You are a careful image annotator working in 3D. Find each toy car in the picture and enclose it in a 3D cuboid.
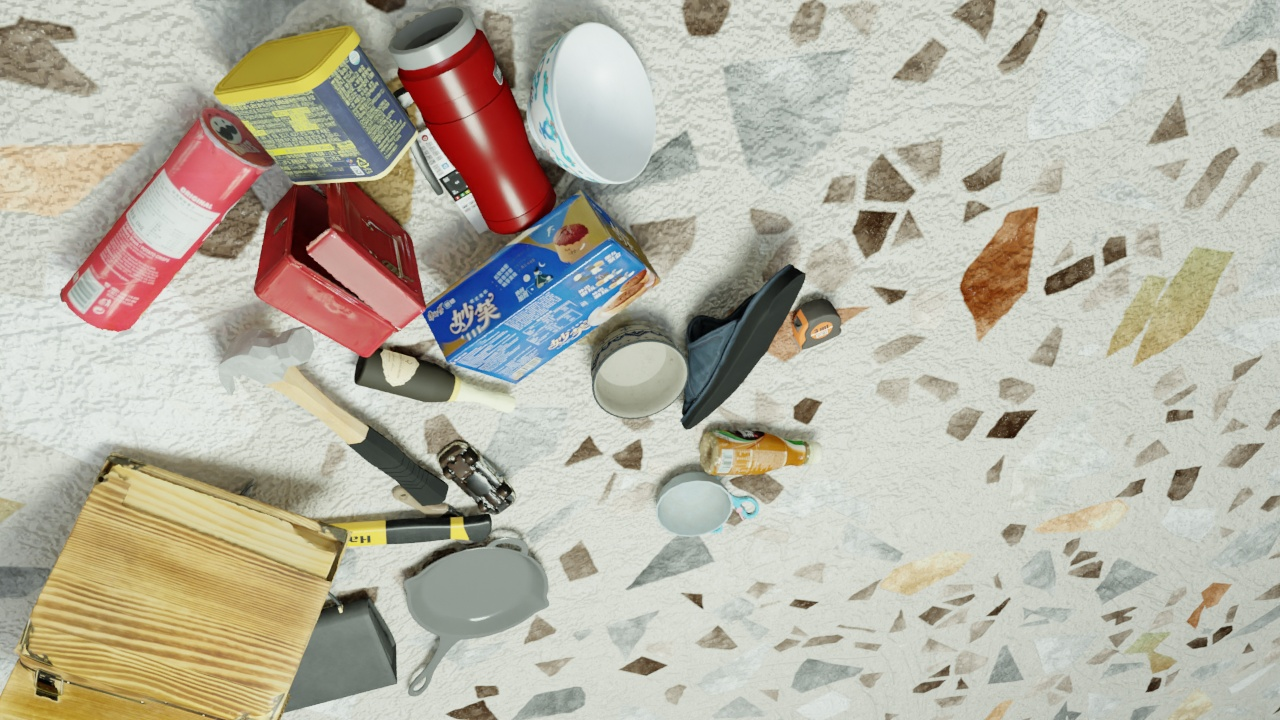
[{"bbox_3d":[-0.204,0.145,1.147,0.048,0.040,0.113,-36,111,12],"label":"toy car"}]

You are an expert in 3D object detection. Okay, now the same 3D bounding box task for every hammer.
[{"bbox_3d":[-0.328,0.076,1.031,0.131,0.039,0.328,-10,141,26],"label":"hammer"},{"bbox_3d":[-0.350,0.214,1.149,0.324,0.034,0.170,-1,125,-13],"label":"hammer"}]

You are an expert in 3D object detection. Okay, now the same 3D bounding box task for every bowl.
[{"bbox_3d":[-0.058,-0.232,0.858,0.074,0.143,0.144,-3,142,38],"label":"bowl"},{"bbox_3d":[-0.006,0.006,1.083,0.115,0.059,0.116,-8,129,-11],"label":"bowl"},{"bbox_3d":[0.071,0.191,1.259,0.106,0.039,0.106,-3,126,-4],"label":"bowl"}]

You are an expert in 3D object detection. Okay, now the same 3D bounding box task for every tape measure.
[{"bbox_3d":[0.213,-0.049,1.126,0.058,0.038,0.059,-24,144,3],"label":"tape measure"}]

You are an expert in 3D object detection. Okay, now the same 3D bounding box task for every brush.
[{"bbox_3d":[-0.260,0.201,1.187,0.039,0.012,0.151,-38,128,14],"label":"brush"}]

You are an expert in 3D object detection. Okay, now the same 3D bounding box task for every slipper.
[{"bbox_3d":[0.099,-0.027,1.087,0.108,0.083,0.266,-34,158,-42],"label":"slipper"}]

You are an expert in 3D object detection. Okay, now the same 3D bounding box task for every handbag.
[{"bbox_3d":[-0.439,0.368,1.231,0.175,0.072,0.196,-12,125,-8],"label":"handbag"}]

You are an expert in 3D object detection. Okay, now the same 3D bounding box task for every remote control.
[{"bbox_3d":[-0.183,-0.180,0.915,0.028,0.011,0.124,-29,130,6],"label":"remote control"}]

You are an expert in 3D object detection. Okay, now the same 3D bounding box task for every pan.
[{"bbox_3d":[-0.257,0.366,1.308,0.216,0.024,0.355,18,120,-28],"label":"pan"}]

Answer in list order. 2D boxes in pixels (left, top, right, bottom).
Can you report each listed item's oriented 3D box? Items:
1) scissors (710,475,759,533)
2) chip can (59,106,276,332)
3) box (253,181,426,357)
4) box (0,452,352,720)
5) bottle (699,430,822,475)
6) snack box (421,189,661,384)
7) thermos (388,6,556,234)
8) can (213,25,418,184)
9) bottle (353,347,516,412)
[{"bbox_3d":[0.105,0.202,1.306,0.095,0.015,0.142,-37,122,13],"label":"scissors"},{"bbox_3d":[-0.436,-0.123,0.842,0.233,0.073,0.073,-42,127,17],"label":"chip can"},{"bbox_3d":[-0.280,-0.094,0.859,0.098,0.157,0.129,-41,126,11],"label":"box"},{"bbox_3d":[-0.528,0.309,1.078,0.279,0.287,0.335,23,77,-11],"label":"box"},{"bbox_3d":[0.164,0.123,1.227,0.167,0.059,0.059,2,126,-19],"label":"bottle"},{"bbox_3d":[-0.098,-0.067,0.948,0.203,0.069,0.155,-34,161,11],"label":"snack box"},{"bbox_3d":[-0.161,-0.211,0.849,0.108,0.084,0.199,-28,132,-3],"label":"thermos"},{"bbox_3d":[-0.274,-0.213,0.786,0.135,0.075,0.104,4,143,33],"label":"can"},{"bbox_3d":[-0.227,0.028,1.041,0.184,0.045,0.045,17,120,-28],"label":"bottle"}]
